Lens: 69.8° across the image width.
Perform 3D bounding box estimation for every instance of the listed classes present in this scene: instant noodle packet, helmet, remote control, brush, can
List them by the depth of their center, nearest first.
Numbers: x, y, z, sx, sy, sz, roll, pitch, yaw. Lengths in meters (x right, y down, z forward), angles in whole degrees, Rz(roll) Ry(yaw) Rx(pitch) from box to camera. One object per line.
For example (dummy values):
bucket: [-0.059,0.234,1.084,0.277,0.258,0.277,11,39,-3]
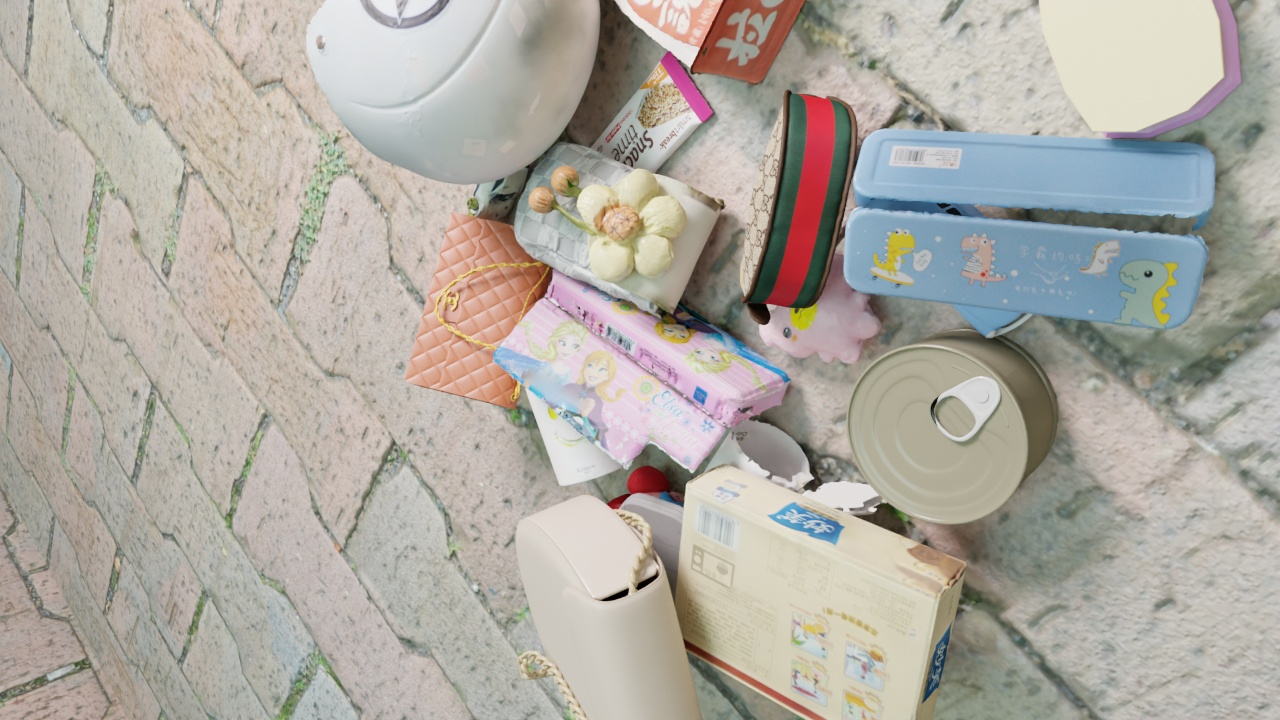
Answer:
brush: [0.275,-0.245,0.543,0.089,0.043,0.228,-20,89,42]
can: [0.221,0.044,0.653,0.128,0.073,0.128,13,111,38]
instant noodle packet: [0.040,-0.345,0.718,0.221,0.083,0.165,52,131,31]
helmet: [-0.121,-0.269,0.755,0.164,0.236,0.263,26,82,23]
remote control: [0.020,0.182,0.810,0.074,0.019,0.151,15,127,27]

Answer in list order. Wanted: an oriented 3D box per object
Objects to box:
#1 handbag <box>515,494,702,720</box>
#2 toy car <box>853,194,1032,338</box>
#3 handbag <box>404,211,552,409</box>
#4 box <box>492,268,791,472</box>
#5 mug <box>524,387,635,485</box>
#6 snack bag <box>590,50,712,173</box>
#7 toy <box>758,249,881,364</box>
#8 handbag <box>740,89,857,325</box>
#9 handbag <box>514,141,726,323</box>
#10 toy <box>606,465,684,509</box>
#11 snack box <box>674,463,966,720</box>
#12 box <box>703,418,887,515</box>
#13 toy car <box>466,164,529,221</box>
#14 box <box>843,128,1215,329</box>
handbag: [-0.039,0.227,0.774,0.209,0.103,0.211,14,121,63]
toy car: [0.211,-0.084,0.637,0.153,0.054,0.056,51,129,17]
handbag: [-0.152,-0.048,0.895,0.109,0.060,0.171,13,83,5]
box: [-0.006,-0.004,0.783,0.230,0.158,0.066,36,150,30]
mug: [-0.058,0.059,0.892,0.083,0.082,0.106,-17,92,42]
snack bag: [-0.015,-0.183,0.828,0.197,0.016,0.070,-41,77,40]
toy: [0.141,-0.037,0.713,0.093,0.050,0.103,47,129,32]
handbag: [0.108,-0.113,0.680,0.063,0.138,0.167,8,108,-3]
handbag: [-0.033,-0.119,0.773,0.171,0.123,0.112,26,92,23]
toy: [0.028,0.170,0.867,0.124,0.096,0.131,-48,52,32]
snack box: [0.125,0.186,0.689,0.208,0.055,0.153,20,116,35]
box: [0.117,0.118,0.763,0.143,0.083,0.137,46,127,30]
toy car: [-0.137,-0.178,0.914,0.033,0.047,0.106,42,126,19]
box: [0.235,-0.087,0.570,0.210,0.049,0.120,9,89,22]
